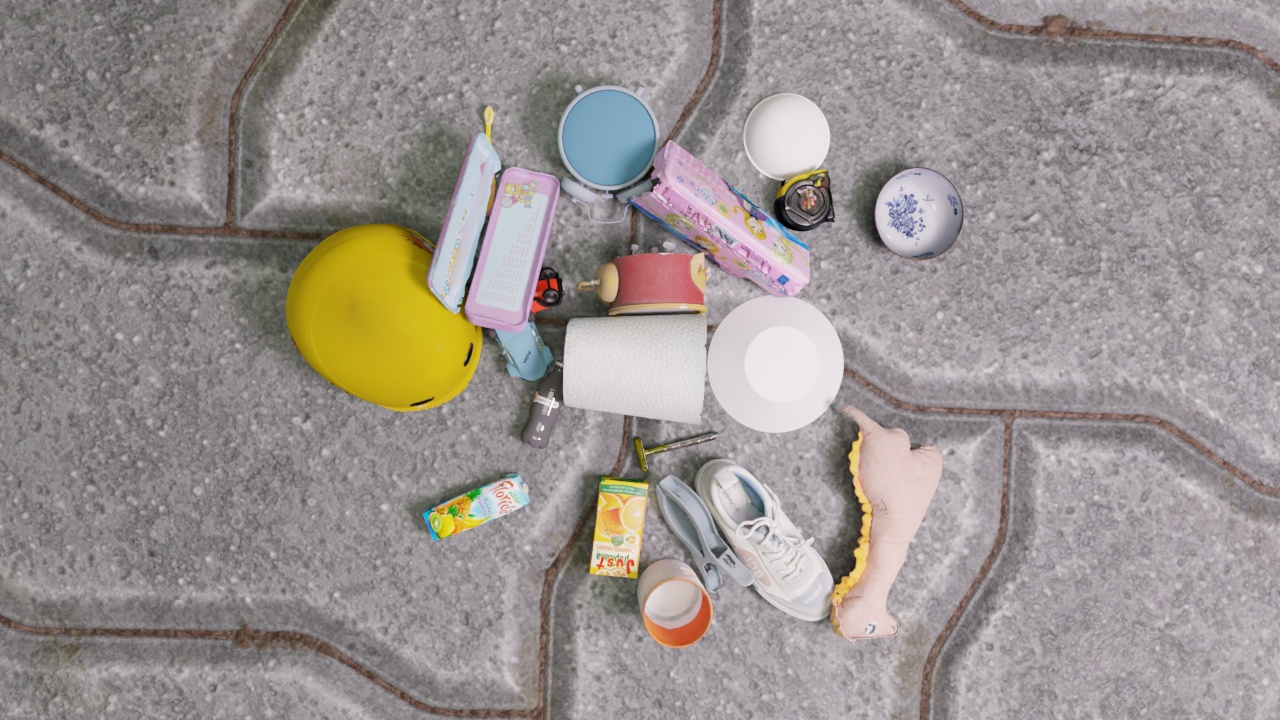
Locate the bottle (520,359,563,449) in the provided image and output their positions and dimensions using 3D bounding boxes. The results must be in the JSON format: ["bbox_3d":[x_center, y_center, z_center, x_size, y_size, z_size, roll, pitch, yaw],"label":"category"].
[{"bbox_3d":[-0.114,0.053,1.124,0.036,0.036,0.110,20,90,-4],"label":"bottle"}]

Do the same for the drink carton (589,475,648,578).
[{"bbox_3d":[-0.028,0.207,1.130,0.058,0.041,0.122,7,91,-4],"label":"drink carton"}]

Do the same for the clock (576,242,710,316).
[{"bbox_3d":[0.003,-0.096,1.093,0.159,0.117,0.081,-2,87,2],"label":"clock"}]

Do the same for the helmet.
[{"bbox_3d":[-0.298,-0.047,1.059,0.240,0.139,0.209,44,88,-4],"label":"helmet"}]

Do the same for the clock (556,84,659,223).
[{"bbox_3d":[-0.040,-0.248,1.110,0.122,0.075,0.162,0,103,-5],"label":"clock"}]

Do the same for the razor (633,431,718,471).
[{"bbox_3d":[0.047,0.105,1.144,0.106,0.026,0.042,-14,90,-7],"label":"razor"}]

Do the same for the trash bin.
[{"bbox_3d":[-0.006,0.006,1.089,0.161,0.133,0.133,3,91,1],"label":"trash bin"}]

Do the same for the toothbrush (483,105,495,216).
[{"bbox_3d":[-0.188,-0.245,1.125,0.021,0.016,0.135,2,91,-9],"label":"toothbrush"}]

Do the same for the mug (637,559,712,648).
[{"bbox_3d":[0.039,0.289,1.104,0.082,0.105,0.082,0,91,-4],"label":"mug"}]

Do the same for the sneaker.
[{"bbox_3d":[0.157,0.224,1.115,0.089,0.091,0.242,-38,93,-9],"label":"sneaker"}]

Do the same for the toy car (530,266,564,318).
[{"bbox_3d":[-0.142,-0.076,1.112,0.100,0.051,0.049,-9,134,-5],"label":"toy car"}]

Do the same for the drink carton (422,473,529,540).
[{"bbox_3d":[-0.198,0.177,1.120,0.129,0.038,0.044,-21,92,-4],"label":"drink carton"}]

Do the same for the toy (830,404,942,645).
[{"bbox_3d":[0.277,0.206,1.128,0.196,0.065,0.264,30,82,-10],"label":"toy"}]

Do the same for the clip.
[{"bbox_3d":[0.069,0.218,1.131,0.027,0.091,0.162,-32,81,-33],"label":"clip"}]

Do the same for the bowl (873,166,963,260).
[{"bbox_3d":[0.339,-0.179,1.146,0.114,0.045,0.114,0,91,-4],"label":"bowl"}]

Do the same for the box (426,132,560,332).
[{"bbox_3d":[-0.173,-0.147,1.066,0.140,0.062,0.213,29,61,-34],"label":"box"}]

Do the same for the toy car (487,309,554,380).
[{"bbox_3d":[-0.142,-0.018,1.099,0.060,0.027,0.108,-24,126,-3],"label":"toy car"}]

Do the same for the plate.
[{"bbox_3d":[0.173,0.004,1.142,0.174,0.036,0.174,0,91,-4],"label":"plate"}]

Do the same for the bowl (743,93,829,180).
[{"bbox_3d":[0.186,-0.281,1.136,0.110,0.040,0.110,0,91,-4],"label":"bowl"}]

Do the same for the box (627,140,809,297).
[{"bbox_3d":[0.092,-0.151,1.100,0.230,0.084,0.091,33,130,-21],"label":"box"}]

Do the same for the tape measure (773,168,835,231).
[{"bbox_3d":[0.204,-0.196,1.139,0.072,0.042,0.071,-11,97,-8],"label":"tape measure"}]
